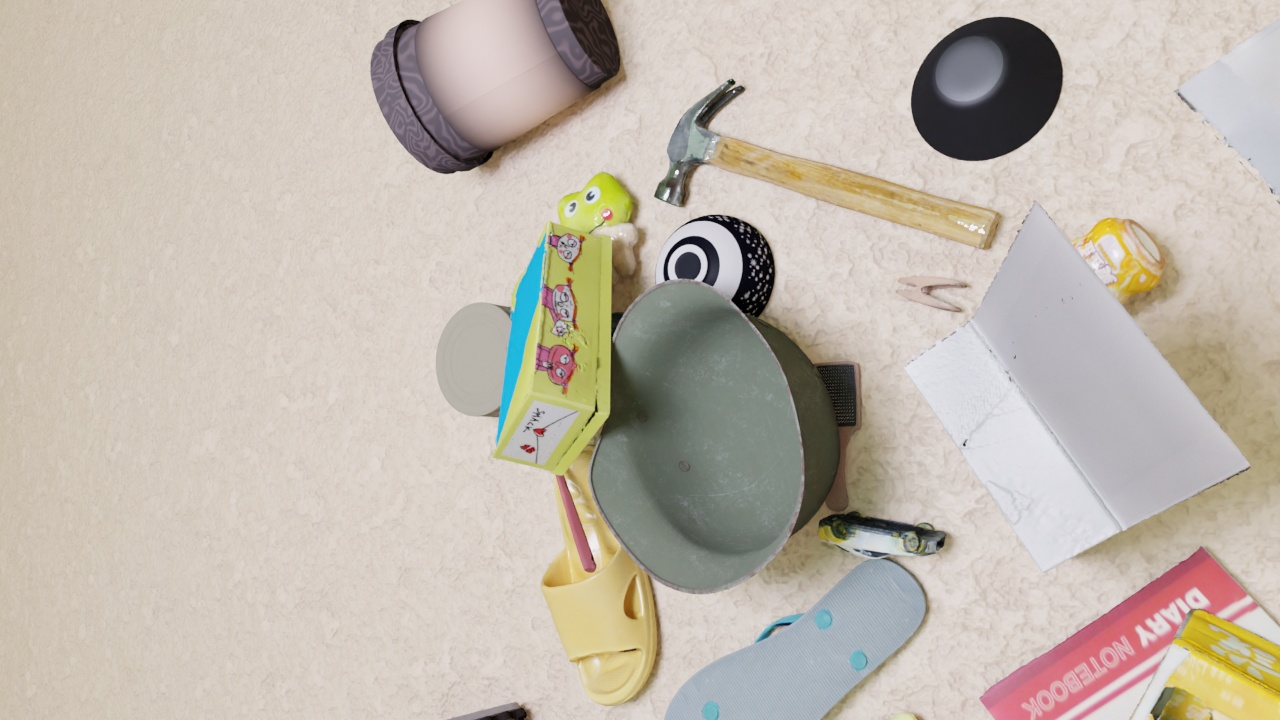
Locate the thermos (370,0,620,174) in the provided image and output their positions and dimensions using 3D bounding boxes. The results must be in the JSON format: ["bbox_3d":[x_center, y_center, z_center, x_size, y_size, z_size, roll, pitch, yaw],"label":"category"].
[{"bbox_3d":[-0.151,-0.320,0.992,0.227,0.172,0.172,-19,75,24],"label":"thermos"}]

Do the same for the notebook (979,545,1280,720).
[{"bbox_3d":[0.381,0.259,0.675,0.209,0.012,0.153,-47,65,22],"label":"notebook"}]

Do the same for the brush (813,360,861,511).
[{"bbox_3d":[0.174,0.068,0.827,0.050,0.015,0.135,-4,84,34],"label":"brush"}]

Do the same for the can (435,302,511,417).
[{"bbox_3d":[-0.156,0.001,1.016,0.128,0.073,0.127,-3,84,33],"label":"can"}]

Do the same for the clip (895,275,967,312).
[{"bbox_3d":[0.247,-0.051,0.786,0.061,0.025,0.045,6,88,41],"label":"clip"}]

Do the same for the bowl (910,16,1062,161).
[{"bbox_3d":[0.278,-0.233,0.761,0.124,0.052,0.124,-3,84,33],"label":"bowl"}]

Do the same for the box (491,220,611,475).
[{"bbox_3d":[-0.081,-0.016,0.888,0.125,0.079,0.220,125,156,-44],"label":"box"}]

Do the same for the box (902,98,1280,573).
[{"bbox_3d":[0.245,0.030,0.558,0.108,0.418,0.166,-33,68,8],"label":"box"}]

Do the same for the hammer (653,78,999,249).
[{"bbox_3d":[0.164,-0.168,0.846,0.331,0.033,0.132,25,99,32],"label":"hammer"}]

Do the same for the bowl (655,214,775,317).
[{"bbox_3d":[0.061,-0.085,0.883,0.120,0.066,0.120,-3,84,33],"label":"bowl"}]

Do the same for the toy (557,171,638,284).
[{"bbox_3d":[-0.042,-0.136,0.970,0.092,0.043,0.117,-29,73,27],"label":"toy"}]

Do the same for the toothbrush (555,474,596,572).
[{"bbox_3d":[-0.074,0.130,0.929,0.016,0.016,0.189,-34,50,14],"label":"toothbrush"}]

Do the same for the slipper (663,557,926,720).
[{"bbox_3d":[0.142,0.278,0.817,0.269,0.054,0.098,-39,68,13],"label":"slipper"}]

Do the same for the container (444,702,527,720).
[{"bbox_3d":[-0.200,0.519,0.902,0.246,0.247,0.243,-45,61,22],"label":"container"}]

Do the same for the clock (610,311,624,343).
[{"bbox_3d":[-0.005,0.005,0.926,0.083,0.057,0.117,-40,66,24],"label":"clock"}]

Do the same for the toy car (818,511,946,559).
[{"bbox_3d":[0.204,0.151,0.780,0.106,0.048,0.033,3,92,34],"label":"toy car"}]

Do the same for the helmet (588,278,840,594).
[{"bbox_3d":[0.078,0.056,0.806,0.228,0.153,0.267,-40,64,34],"label":"helmet"}]

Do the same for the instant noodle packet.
[{"bbox_3d":[0.399,0.308,0.612,0.163,0.084,0.222,28,108,32],"label":"instant noodle packet"}]

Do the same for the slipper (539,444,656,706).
[{"bbox_3d":[-0.049,0.214,0.925,0.100,0.078,0.263,-17,74,31],"label":"slipper"}]

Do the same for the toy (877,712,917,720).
[{"bbox_3d":[0.240,0.341,0.741,0.135,0.045,0.091,16,92,38],"label":"toy"}]
